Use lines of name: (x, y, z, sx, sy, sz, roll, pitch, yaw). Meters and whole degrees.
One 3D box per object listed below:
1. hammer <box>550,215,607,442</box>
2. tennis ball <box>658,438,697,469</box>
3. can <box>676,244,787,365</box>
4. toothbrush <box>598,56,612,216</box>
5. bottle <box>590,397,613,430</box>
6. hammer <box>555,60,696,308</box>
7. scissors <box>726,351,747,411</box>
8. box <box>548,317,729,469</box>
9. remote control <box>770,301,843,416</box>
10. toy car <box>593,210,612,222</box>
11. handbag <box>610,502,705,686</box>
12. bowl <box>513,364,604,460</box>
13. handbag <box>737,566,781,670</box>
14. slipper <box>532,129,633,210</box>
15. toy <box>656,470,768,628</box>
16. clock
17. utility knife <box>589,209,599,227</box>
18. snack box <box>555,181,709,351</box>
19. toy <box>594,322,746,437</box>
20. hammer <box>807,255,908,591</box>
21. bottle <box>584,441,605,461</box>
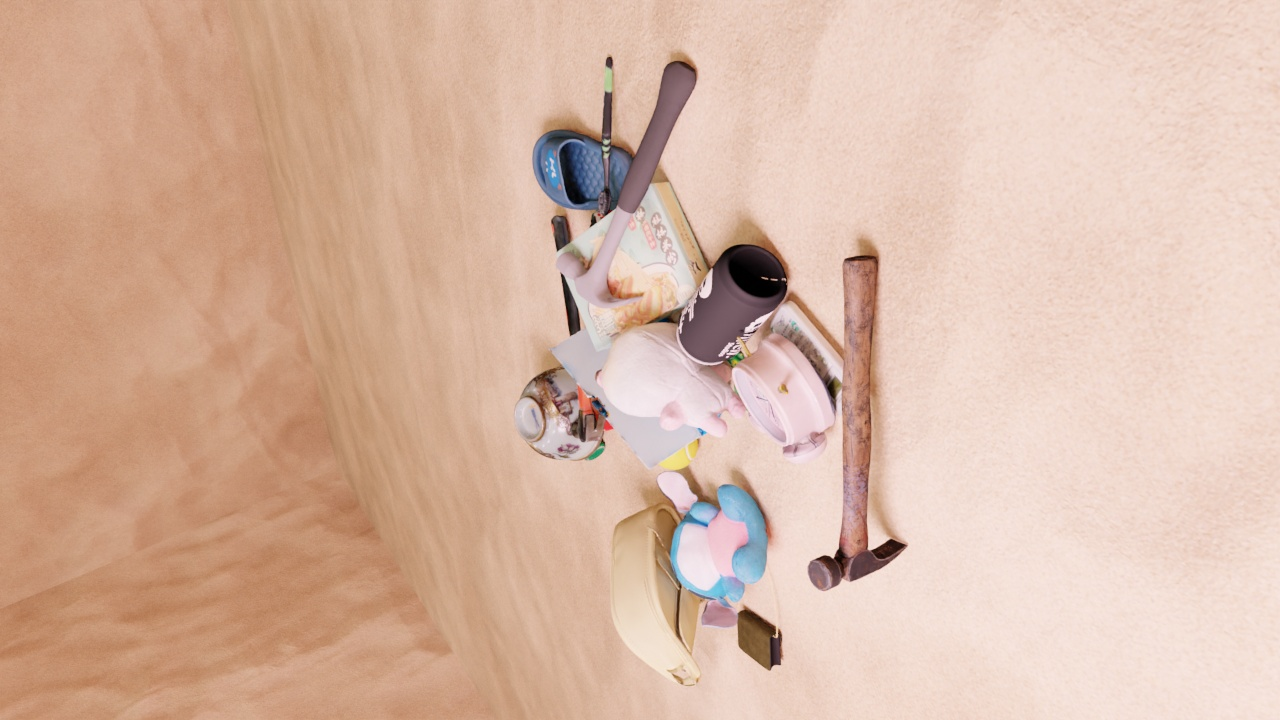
hammer: (-0.097, -0.044, 1.337, 0.133, 0.033, 0.333, 180, 81, -75)
tennis ball: (0.045, 0.115, 1.241, 0.065, 0.065, 0.065, 39, 142, 41)
can: (0.097, -0.059, 1.007, 0.080, 0.080, 0.146, 58, 150, 15)
toothbrush: (-0.042, -0.269, 1.109, 0.014, 0.017, 0.188, 5, 102, 17)
bottle: (-0.045, 0.047, 1.362, 0.071, 0.048, 0.134, 49, 147, 33)
hammer: (-0.006, -0.193, 1.056, 0.125, 0.029, 0.312, 45, 127, 26)
scissors: (0.119, -0.001, 1.086, 0.113, 0.012, 0.131, -29, 84, 59)
box: (-0.008, 0.008, 1.201, 0.243, 0.113, 0.114, 49, 147, 29)
remote control: (0.187, -0.003, 0.958, 0.133, 0.022, 0.050, 54, 149, 22)
toy car: (-0.024, -0.177, 1.185, 0.090, 0.025, 0.038, 16, 124, 55)
handbag: (0.035, 0.321, 1.293, 0.089, 0.232, 0.191, -35, 107, 23)
bowl: (-0.143, 0.087, 1.458, 0.160, 0.093, 0.160, 6, 98, 43)
handbag: (0.161, 0.331, 1.256, 0.084, 0.027, 0.178, 24, 125, 54)
slipper: (-0.081, -0.240, 1.193, 0.214, 0.059, 0.104, 24, 123, 46)
toy: (0.099, 0.236, 1.214, 0.192, 0.098, 0.223, -50, 51, 54)
clock: (0.154, 0.047, 0.989, 0.117, 0.058, 0.158, 48, 166, 45)
utility knife: (-0.065, -0.145, 1.285, 0.029, 0.020, 0.174, 48, 147, 29)
snack box: (-0.010, -0.112, 1.134, 0.194, 0.044, 0.141, -28, 83, 43)
toy: (0.041, 0.024, 1.083, 0.179, 0.138, 0.102, 36, 148, 19)
hammer: (0.218, 0.060, 0.902, 0.033, 0.119, 0.330, 20, 118, 53)
bottle: (-0.103, 0.113, 1.516, 0.110, 0.042, 0.043, 52, 149, 25)
